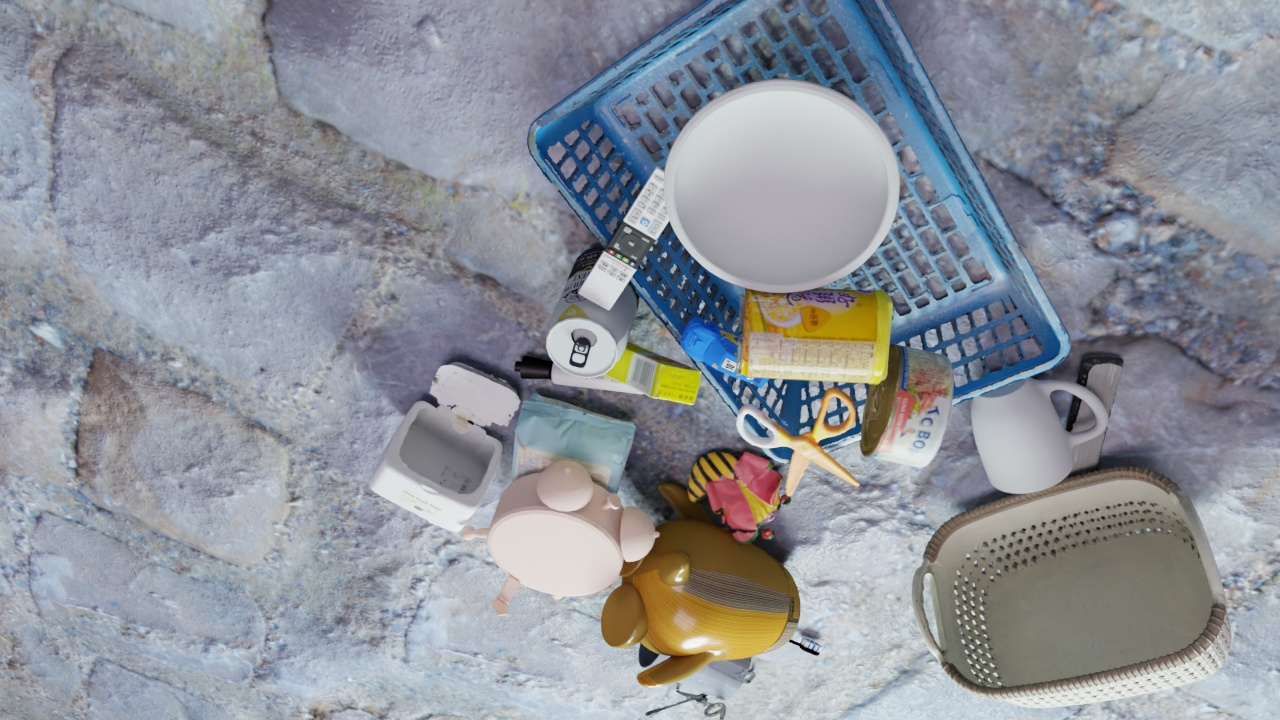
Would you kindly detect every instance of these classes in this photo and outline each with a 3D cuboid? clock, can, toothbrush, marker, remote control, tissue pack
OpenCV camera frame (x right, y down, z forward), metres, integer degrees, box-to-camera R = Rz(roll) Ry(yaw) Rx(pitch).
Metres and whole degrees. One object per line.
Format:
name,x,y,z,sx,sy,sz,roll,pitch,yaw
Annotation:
clock,-0.078,0.173,0.870,0.131,0.086,0.161,39,120,-21
can,0.193,0.033,0.669,0.043,0.086,0.086,12,128,2
can,-0.037,-0.039,0.753,0.064,0.127,0.064,6,128,8
toothbrush,0.129,0.299,1.045,0.167,0.014,0.014,24,94,-3
marker,-0.056,0.013,0.862,0.126,0.025,0.025,7,128,8
remote control,0.390,0.051,0.799,0.033,0.013,0.137,1,129,12
remote control,-0.006,-0.087,0.668,0.028,0.011,0.124,29,127,-9
can,0.122,-0.019,0.653,0.105,0.067,0.068,3,127,6
tissue pack,-0.074,0.121,0.922,0.112,0.069,0.182,14,131,2

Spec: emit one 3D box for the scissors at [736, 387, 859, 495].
scissors,0.130,0.068,0.757,0.127,0.011,0.126,13,128,4

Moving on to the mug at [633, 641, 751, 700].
mug,0.055,0.334,1.056,0.104,0.083,0.124,28,151,-11

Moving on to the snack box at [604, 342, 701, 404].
snack box,-0.005,0.005,0.774,0.040,0.148,0.029,11,96,-30

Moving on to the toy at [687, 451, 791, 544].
toy,0.098,0.129,0.900,0.103,0.046,0.084,29,98,0

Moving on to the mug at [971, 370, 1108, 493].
mug,0.336,0.050,0.778,0.107,0.071,0.089,-21,111,15

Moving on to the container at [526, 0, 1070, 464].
container,0.123,-0.105,0.691,0.258,0.089,0.362,-25,117,28

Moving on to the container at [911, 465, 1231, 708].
container,0.389,0.213,0.821,0.247,0.184,0.143,-25,134,32

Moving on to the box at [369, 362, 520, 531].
box,-0.178,0.074,0.898,0.108,0.125,0.137,32,136,-13

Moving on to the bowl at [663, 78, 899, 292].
bowl,0.092,-0.118,0.603,0.149,0.043,0.150,7,128,8

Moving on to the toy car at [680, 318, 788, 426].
toy car,0.071,0.010,0.692,0.092,0.061,0.033,23,128,-5

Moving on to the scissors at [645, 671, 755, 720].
scissors,0.074,0.401,1.080,0.141,0.174,0.014,-22,86,-5

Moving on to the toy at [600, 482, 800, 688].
toy,0.071,0.240,0.939,0.203,0.198,0.163,21,151,-30
